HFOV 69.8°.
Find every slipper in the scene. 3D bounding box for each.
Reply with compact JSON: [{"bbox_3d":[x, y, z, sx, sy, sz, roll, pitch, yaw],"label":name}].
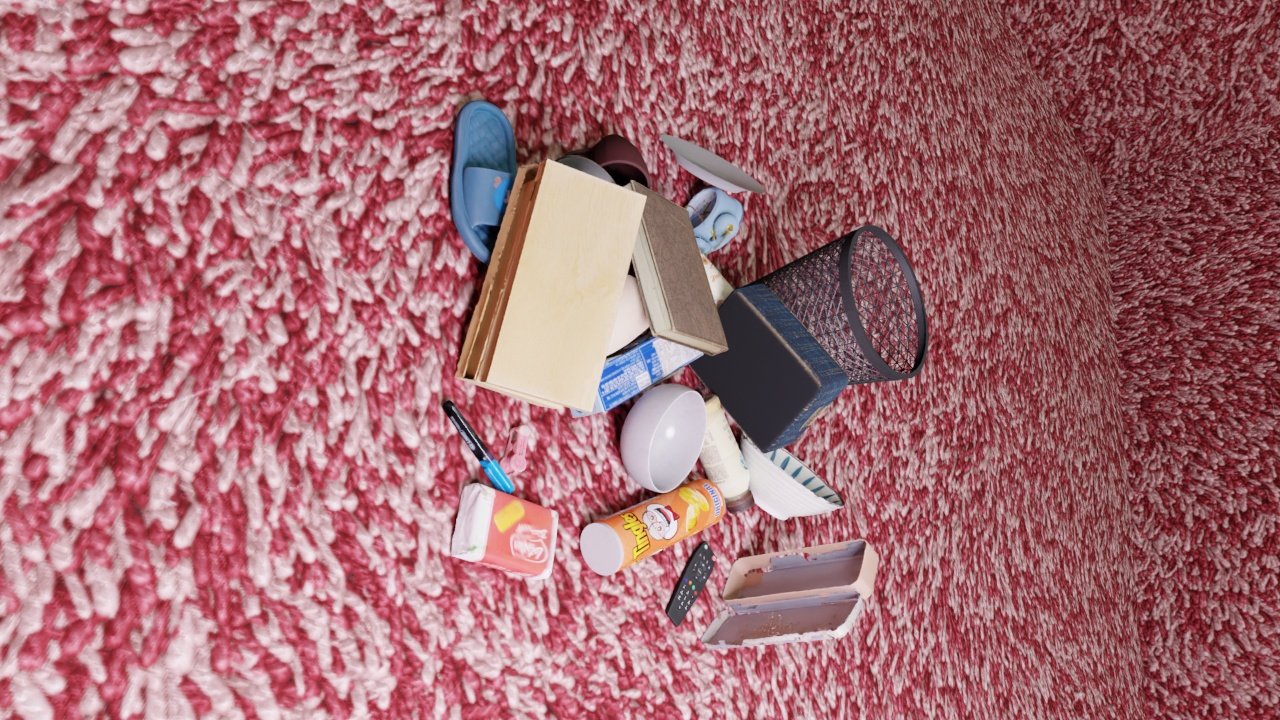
[{"bbox_3d":[-0.168,-0.203,1.052,0.103,0.059,0.213,4,73,-46],"label":"slipper"}]

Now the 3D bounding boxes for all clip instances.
[{"bbox_3d":[-0.141,0.100,1.013,0.022,0.038,0.058,33,55,-33],"label":"clip"}]

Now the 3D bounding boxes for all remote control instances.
[{"bbox_3d":[0.064,0.288,1.181,0.039,0.010,0.124,57,43,-19],"label":"remote control"}]

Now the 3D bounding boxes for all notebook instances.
[{"bbox_3d":[0.052,-0.114,1.179,0.190,0.035,0.215,13,57,-55],"label":"notebook"}]

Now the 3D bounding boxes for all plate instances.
[{"bbox_3d":[0.102,-0.282,1.350,0.172,0.019,0.172,24,22,-11],"label":"plate"}]

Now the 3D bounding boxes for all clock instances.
[{"bbox_3d":[0.102,-0.197,1.328,0.051,0.089,0.124,34,38,-32],"label":"clock"}]

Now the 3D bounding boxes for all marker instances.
[{"bbox_3d":[-0.173,0.094,0.974,0.123,0.018,0.015,58,41,-16],"label":"marker"}]

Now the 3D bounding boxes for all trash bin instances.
[{"bbox_3d":[0.252,-0.054,1.329,0.216,0.244,0.216,19,63,-44],"label":"trash bin"}]

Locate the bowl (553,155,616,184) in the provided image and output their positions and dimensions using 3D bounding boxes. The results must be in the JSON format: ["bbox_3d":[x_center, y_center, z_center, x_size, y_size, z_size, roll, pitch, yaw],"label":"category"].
[{"bbox_3d":[-0.084,-0.174,1.136,0.150,0.057,0.150,15,70,-45],"label":"bowl"}]

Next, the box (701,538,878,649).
[{"bbox_3d":[0.184,0.299,1.154,0.058,0.217,0.153,53,43,-20],"label":"box"}]

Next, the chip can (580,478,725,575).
[{"bbox_3d":[0.020,0.199,1.122,0.209,0.062,0.062,-13,87,-50],"label":"chip can"}]

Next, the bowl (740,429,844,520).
[{"bbox_3d":[0.196,0.176,1.300,0.177,0.177,0.071,27,102,-40],"label":"bowl"}]

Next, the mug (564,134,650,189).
[{"bbox_3d":[-0.046,-0.258,1.205,0.114,0.087,0.088,9,48,-17],"label":"mug"}]

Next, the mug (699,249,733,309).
[{"bbox_3d":[0.059,-0.100,1.277,0.121,0.081,0.097,-37,99,-20],"label":"mug"}]

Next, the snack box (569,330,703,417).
[{"bbox_3d":[-0.007,0.007,1.162,0.225,0.059,0.059,-28,101,-48],"label":"snack box"}]

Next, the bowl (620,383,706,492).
[{"bbox_3d":[0.021,0.092,1.142,0.131,0.064,0.132,-31,130,-46],"label":"bowl"}]

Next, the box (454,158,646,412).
[{"bbox_3d":[-0.092,-0.079,0.997,0.140,0.123,0.248,24,77,-46],"label":"box"}]

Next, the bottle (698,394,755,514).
[{"bbox_3d":[0.109,0.129,1.251,0.056,0.057,0.162,-32,102,-49],"label":"bottle"}]

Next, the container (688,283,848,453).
[{"bbox_3d":[0.165,0.010,1.237,0.071,0.146,0.187,-14,58,-47],"label":"container"}]

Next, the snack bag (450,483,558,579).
[{"bbox_3d":[-0.140,0.181,0.967,0.116,0.036,0.076,29,56,-39],"label":"snack bag"}]

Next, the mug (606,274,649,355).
[{"bbox_3d":[-0.056,-0.058,1.123,0.111,0.085,0.104,42,46,7],"label":"mug"}]
